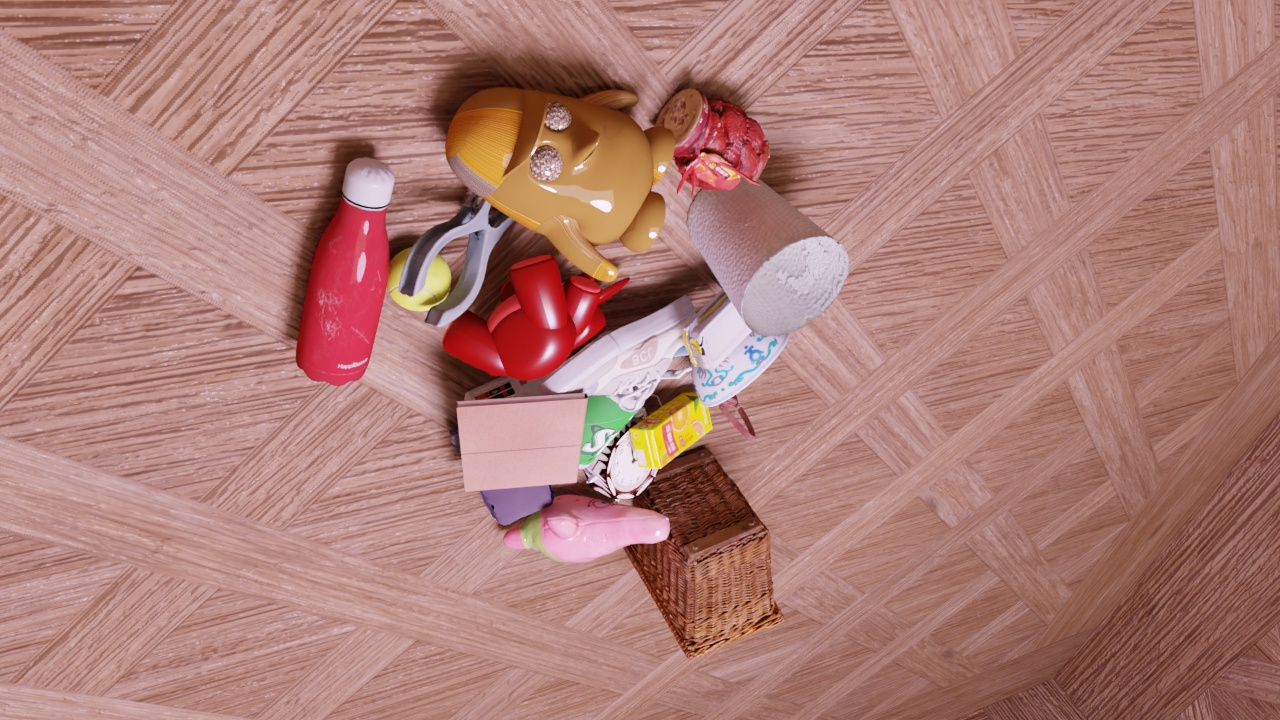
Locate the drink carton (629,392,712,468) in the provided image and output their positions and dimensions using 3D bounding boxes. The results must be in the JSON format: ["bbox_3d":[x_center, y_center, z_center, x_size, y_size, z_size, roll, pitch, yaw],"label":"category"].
[{"bbox_3d":[0.041,0.092,1.237,0.134,0.043,0.058,-31,114,-49],"label":"drink carton"}]

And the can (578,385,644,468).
[{"bbox_3d":[-0.064,0.067,1.166,0.087,0.087,0.140,22,116,-44],"label":"can"}]

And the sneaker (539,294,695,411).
[{"bbox_3d":[-0.006,0.006,1.076,0.241,0.090,0.090,-29,178,-38],"label":"sneaker"}]

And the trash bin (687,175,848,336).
[{"bbox_3d":[0.135,-0.129,1.041,0.133,0.161,0.133,-18,137,-17],"label":"trash bin"}]

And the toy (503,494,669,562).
[{"bbox_3d":[-0.069,0.234,1.289,0.237,0.096,0.192,-8,170,24],"label":"toy"}]

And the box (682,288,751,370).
[{"bbox_3d":[0.128,-0.070,1.111,0.208,0.033,0.064,-43,129,-28],"label":"box"}]

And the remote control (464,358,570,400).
[{"bbox_3d":[-0.145,0.034,1.112,0.143,0.049,0.024,-24,139,-10],"label":"remote control"}]

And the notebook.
[{"bbox_3d":[-0.138,0.100,1.074,0.141,0.008,0.210,-3,148,-10],"label":"notebook"}]

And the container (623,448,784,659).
[{"bbox_3d":[0.086,0.268,1.358,0.162,0.250,0.183,-17,128,-17],"label":"container"}]

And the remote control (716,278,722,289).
[{"bbox_3d":[0.162,-0.099,1.196,0.074,0.019,0.151,-46,138,15],"label":"remote control"}]

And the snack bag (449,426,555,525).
[{"bbox_3d":[-0.174,0.138,1.191,0.096,0.058,0.206,-24,139,-9],"label":"snack bag"}]

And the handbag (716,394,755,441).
[{"bbox_3d":[0.125,0.067,1.261,0.055,0.119,0.029,13,122,-40],"label":"handbag"}]

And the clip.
[{"bbox_3d":[-0.182,-0.125,0.890,0.166,0.028,0.127,-62,148,-19],"label":"clip"}]

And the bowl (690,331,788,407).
[{"bbox_3d":[0.112,-0.016,1.189,0.144,0.143,0.074,-41,99,10],"label":"bowl"}]

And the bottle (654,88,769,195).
[{"bbox_3d":[0.076,-0.222,0.964,0.111,0.099,0.099,23,116,-39],"label":"bottle"}]

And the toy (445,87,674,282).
[{"bbox_3d":[-0.080,-0.189,0.863,0.203,0.198,0.163,15,164,-27],"label":"toy"}]

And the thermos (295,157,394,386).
[{"bbox_3d":[-0.282,-0.085,0.891,0.073,0.073,0.240,0,130,-32],"label":"thermos"}]

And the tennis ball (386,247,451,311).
[{"bbox_3d":[-0.226,-0.083,0.934,0.065,0.065,0.065,-17,137,-17],"label":"tennis ball"}]

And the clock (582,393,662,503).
[{"bbox_3d":[-0.020,0.112,1.259,0.154,0.065,0.114,-60,139,-12],"label":"clock"}]

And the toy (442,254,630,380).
[{"bbox_3d":[-0.106,-0.046,1.001,0.159,0.120,0.196,-40,174,20],"label":"toy"}]
